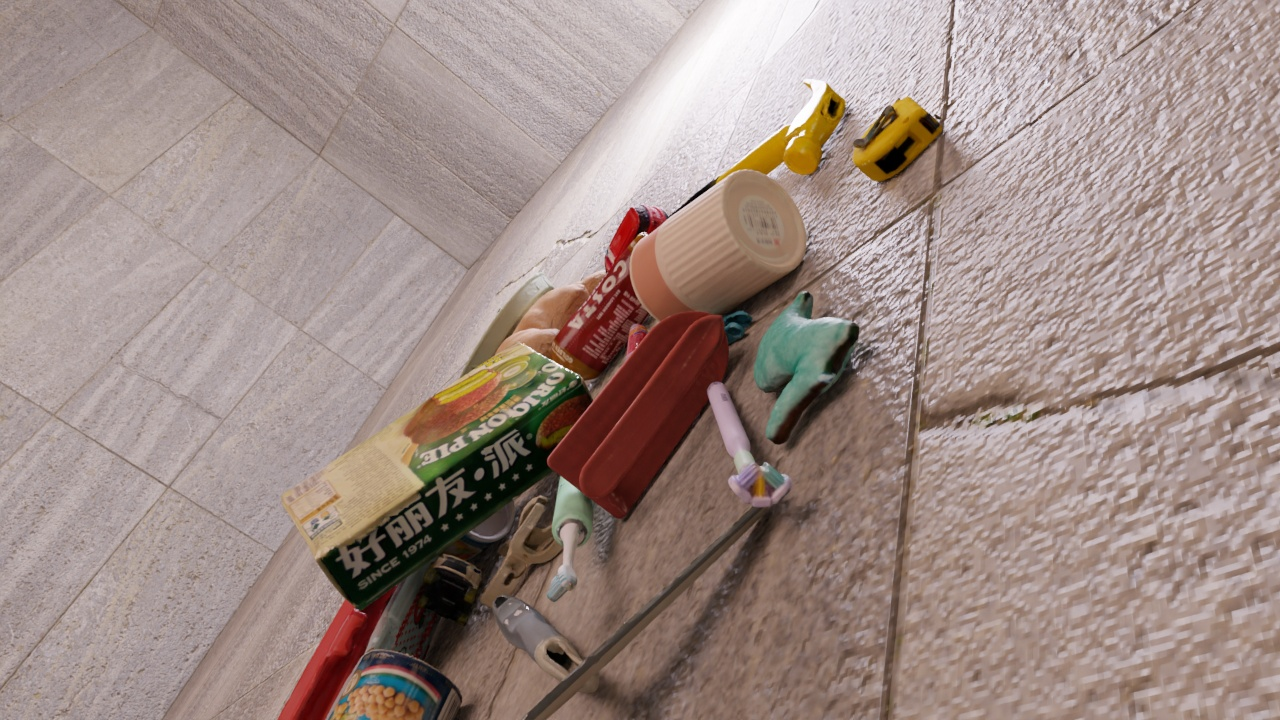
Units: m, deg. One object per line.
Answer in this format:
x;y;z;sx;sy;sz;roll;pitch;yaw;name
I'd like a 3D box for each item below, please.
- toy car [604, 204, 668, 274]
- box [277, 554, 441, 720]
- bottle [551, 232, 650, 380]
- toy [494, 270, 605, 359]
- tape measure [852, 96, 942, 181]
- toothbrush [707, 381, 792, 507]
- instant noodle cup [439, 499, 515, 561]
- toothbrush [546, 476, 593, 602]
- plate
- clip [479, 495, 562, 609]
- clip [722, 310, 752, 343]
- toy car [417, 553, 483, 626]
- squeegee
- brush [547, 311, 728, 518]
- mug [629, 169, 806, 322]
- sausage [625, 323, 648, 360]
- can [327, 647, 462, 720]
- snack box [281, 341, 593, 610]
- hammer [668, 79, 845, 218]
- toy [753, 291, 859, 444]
-0.011;-0.099;0.916;0.121;0.045;0.053;-66;27;24;toy car
-0.200;0.237;0.715;0.068;0.090;0.200;-11;35;25;box
-0.032;-0.038;0.869;0.175;0.057;0.057;-50;15;8;bottle
-0.096;-0.026;1.008;0.144;0.082;0.225;-39;15;38;toy
0.164;-0.147;0.600;0.057;0.029;0.060;-47;16;22;tape measure
0.051;0.038;0.501;0.189;0.029;0.021;-99;11;-78;toothbrush
-0.172;0.143;0.820;0.110;0.099;0.099;-31;25;37;instant noodle cup
-0.044;0.101;0.606;0.027;0.026;0.224;-46;10;7;toothbrush
-0.166;-0.001;1.109;0.230;0.027;0.230;-59;-4;-7;plate
-0.083;0.136;0.683;0.098;0.034;0.063;-52;14;35;clip
0.059;-0.020;0.650;0.041;0.014;0.056;-60;15;-24;clip
-0.145;0.174;0.710;0.091;0.042;0.035;116;177;-54;toy car
-0.051;0.162;0.515;0.246;0.039;0.247;-39;6;-19;squeegee
0.007;0.028;0.599;0.145;0.063;0.069;-52;3;-7;brush
0.064;-0.085;0.670;0.114;0.081;0.106;-43;8;-40;mug
-0.005;0.004;0.768;0.020;0.020;0.155;-45;17;24;sausage
-0.169;0.251;0.585;0.076;0.075;0.110;-38;20;42;can
-0.157;0.083;0.738;0.239;0.063;0.114;-35;33;-21;snack box
0.082;-0.163;0.868;0.302;0.033;0.128;-31;25;52;hammer
0.086;0.000;0.497;0.096;0.030;0.092;-61;14;-8;toy
